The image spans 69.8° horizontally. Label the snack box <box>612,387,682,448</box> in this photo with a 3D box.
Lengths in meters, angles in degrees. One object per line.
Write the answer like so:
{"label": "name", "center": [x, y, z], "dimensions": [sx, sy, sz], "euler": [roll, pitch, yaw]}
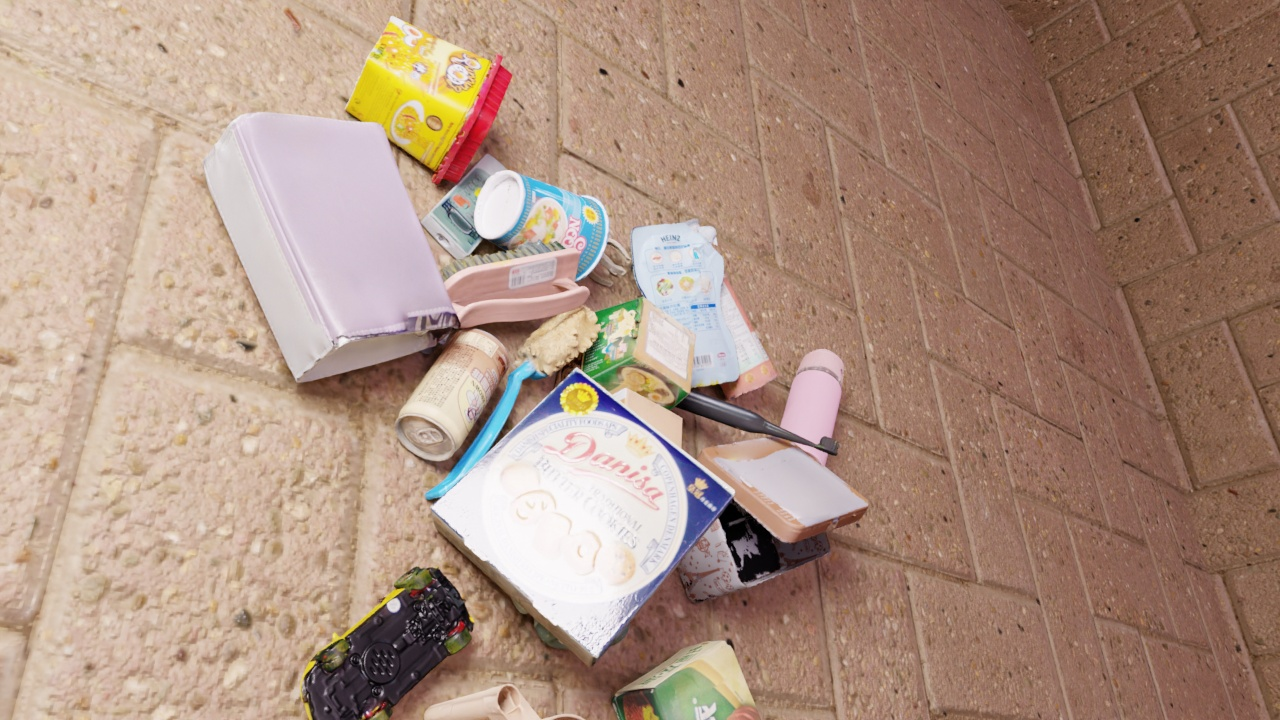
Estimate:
{"label": "snack box", "center": [-0.019, 0.095, 0.881], "dimensions": [0.077, 0.095, 0.092], "euler": [30, 48, -33]}

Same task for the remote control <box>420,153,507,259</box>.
{"label": "remote control", "center": [-0.168, -0.158, 0.931], "dimensions": [0.056, 0.019, 0.134], "euler": [47, 42, -17]}

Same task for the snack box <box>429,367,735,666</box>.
{"label": "snack box", "center": [-0.047, 0.123, 0.765], "dimensions": [0.178, 0.046, 0.182], "euler": [38, 65, 15]}

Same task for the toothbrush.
{"label": "toothbrush", "center": [0.117, 0.065, 1.008], "dimensions": [0.212, 0.026, 0.027], "euler": [18, 72, 0]}

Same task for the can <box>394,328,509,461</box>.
{"label": "can", "center": [-0.162, 0.028, 0.797], "dimensions": [0.058, 0.059, 0.116], "euler": [45, 42, -19]}

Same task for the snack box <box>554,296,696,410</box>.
{"label": "snack box", "center": [-0.006, 0.006, 0.940], "dimensions": [0.117, 0.106, 0.118], "euler": [34, 47, -30]}

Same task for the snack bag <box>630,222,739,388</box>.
{"label": "snack bag", "center": [0.051, -0.063, 1.045], "dimensions": [0.110, 0.039, 0.191], "euler": [-9, 89, -12]}

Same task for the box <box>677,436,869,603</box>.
{"label": "box", "center": [0.138, 0.150, 0.967], "dimensions": [0.181, 0.158, 0.148], "euler": [-5, 72, -48]}

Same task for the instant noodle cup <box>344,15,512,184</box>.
{"label": "instant noodle cup", "center": [-0.205, -0.255, 0.885], "dimensions": [0.123, 0.116, 0.116], "euler": [27, 49, -19]}

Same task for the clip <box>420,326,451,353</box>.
{"label": "clip", "center": [-0.185, -0.028, 0.842], "dimensions": [0.024, 0.028, 0.056], "euler": [46, 31, -21]}

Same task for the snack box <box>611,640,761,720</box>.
{"label": "snack box", "center": [0.072, 0.389, 0.830], "dimensions": [0.114, 0.063, 0.240], "euler": [-13, 79, -49]}

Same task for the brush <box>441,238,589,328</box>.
{"label": "brush", "center": [-0.121, -0.065, 0.844], "dimensions": [0.145, 0.063, 0.073], "euler": [-15, 48, -35]}

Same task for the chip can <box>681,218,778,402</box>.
{"label": "chip can", "center": [0.087, -0.060, 1.105], "dimensions": [0.071, 0.071, 0.214], "euler": [-25, 87, -51]}

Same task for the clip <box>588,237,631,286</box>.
{"label": "clip", "center": [-0.056, -0.133, 1.029], "dimensions": [0.103, 0.035, 0.076], "euler": [44, 44, -7]}

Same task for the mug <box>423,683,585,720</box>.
{"label": "mug", "center": [-0.096, 0.296, 0.674], "dimensions": [0.124, 0.104, 0.084], "euler": [54, 40, -9]}

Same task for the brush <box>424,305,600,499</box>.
{"label": "brush", "center": [-0.116, 0.035, 0.843], "dimensions": [0.046, 0.083, 0.253], "euler": [52, 48, -21]}

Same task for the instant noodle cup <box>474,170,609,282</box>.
{"label": "instant noodle cup", "center": [-0.104, -0.137, 0.918], "dimensions": [0.109, 0.099, 0.099], "euler": [18, 55, -47]}

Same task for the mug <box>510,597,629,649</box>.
{"label": "mug", "center": [-0.064, 0.190, 0.797], "dimensions": [0.111, 0.082, 0.106], "euler": [7, 61, -14]}

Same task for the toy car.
{"label": "toy car", "center": [-0.186, 0.213, 0.675], "dimensions": [0.071, 0.041, 0.155], "euler": [57, 38, -5]}

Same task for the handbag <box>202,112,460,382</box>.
{"label": "handbag", "center": [-0.246, -0.094, 0.748], "dimensions": [0.144, 0.099, 0.197], "euler": [-18, 80, -48]}

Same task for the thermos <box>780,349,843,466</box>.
{"label": "thermos", "center": [0.220, 0.073, 1.183], "dimensions": [0.198, 0.067, 0.087], "euler": [-65, 148, -46]}
